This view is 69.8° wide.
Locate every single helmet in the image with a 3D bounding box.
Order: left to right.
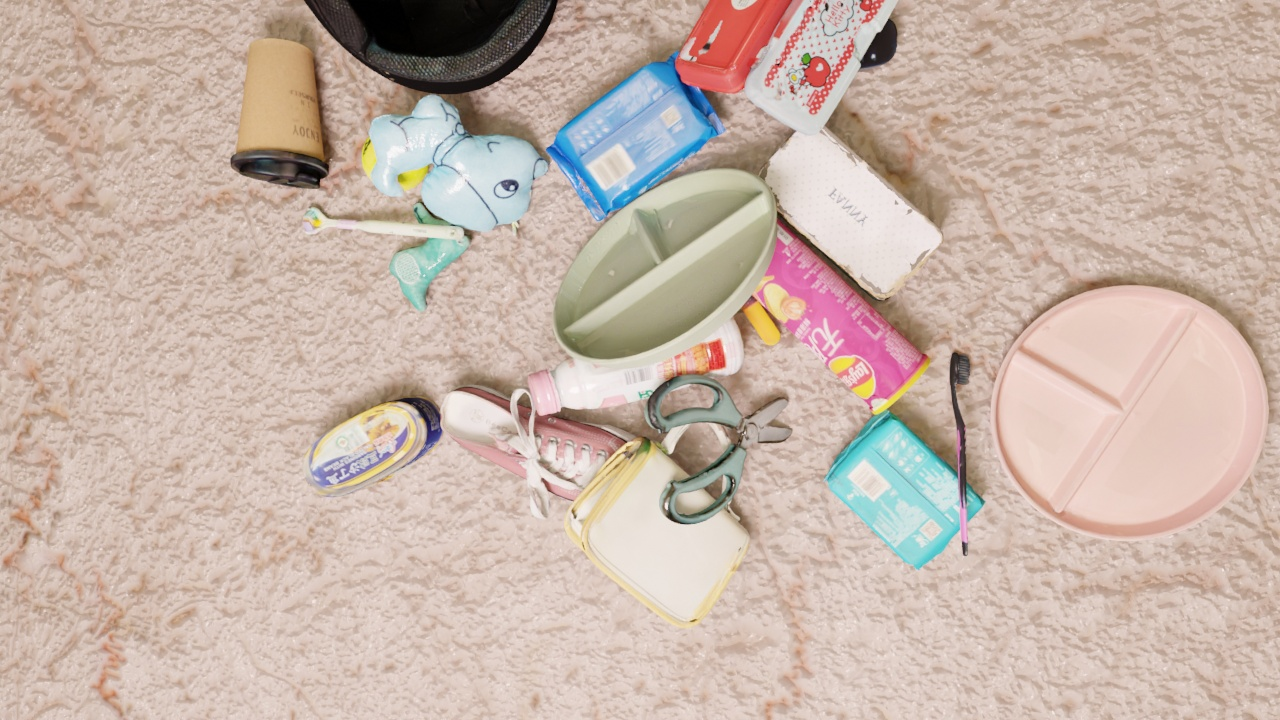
[{"bbox_3d":[-0.188,-0.369,0.806,0.233,0.230,0.274,-22,91,-3],"label":"helmet"}]

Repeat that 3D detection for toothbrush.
[{"bbox_3d":[-0.262,-0.135,0.929,0.190,0.020,0.029,8,90,20],"label":"toothbrush"},{"bbox_3d":[0.291,0.082,0.827,0.018,0.014,0.189,4,70,-1],"label":"toothbrush"}]

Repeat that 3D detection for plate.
[{"bbox_3d":[0.021,-0.082,0.817,0.230,0.230,0.027,-34,128,11],"label":"plate"},{"bbox_3d":[0.434,0.047,0.826,0.230,0.028,0.229,1,94,10],"label":"plate"}]

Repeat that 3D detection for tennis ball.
[{"bbox_3d":[-0.243,-0.201,0.912,0.065,0.065,0.065,1,94,10],"label":"tennis ball"}]

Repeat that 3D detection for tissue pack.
[{"bbox_3d":[-0.004,-0.213,0.874,0.157,0.052,0.095,-34,89,11],"label":"tissue pack"},{"bbox_3d":[0.245,0.121,0.855,0.133,0.050,0.093,45,98,4],"label":"tissue pack"}]

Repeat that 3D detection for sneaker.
[{"bbox_3d":[-0.092,0.090,0.895,0.241,0.087,0.118,22,98,5],"label":"sneaker"}]

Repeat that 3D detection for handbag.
[{"bbox_3d":[0.033,0.140,0.870,0.163,0.063,0.178,44,76,-24],"label":"handbag"}]

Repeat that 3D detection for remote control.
[{"bbox_3d":[0.167,-0.292,0.850,0.136,0.024,0.053,2,91,11],"label":"remote control"}]

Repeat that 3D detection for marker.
[{"bbox_3d":[0.096,-0.068,0.887,0.018,0.015,0.124,-35,85,10],"label":"marker"}]

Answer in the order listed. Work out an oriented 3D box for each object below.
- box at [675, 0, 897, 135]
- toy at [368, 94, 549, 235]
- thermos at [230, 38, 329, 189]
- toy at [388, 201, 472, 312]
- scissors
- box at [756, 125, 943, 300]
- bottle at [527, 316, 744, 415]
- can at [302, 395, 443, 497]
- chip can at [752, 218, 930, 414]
[{"bbox_3d":[0.137,-0.313,0.815,0.160,0.063,0.201,28,84,16],"label":"box"},{"bbox_3d":[-0.172,-0.183,0.888,0.161,0.050,0.156,-26,121,-5],"label":"toy"},{"bbox_3d":[-0.361,-0.243,0.923,0.093,0.093,0.143,-1,87,10],"label":"thermos"},{"bbox_3d":[-0.217,-0.111,0.935,0.092,0.030,0.096,-37,80,6],"label":"toy"},{"bbox_3d":[0.069,0.060,0.845,0.176,0.019,0.172,-36,110,-23],"label":"scissors"},{"bbox_3d":[0.194,-0.132,0.840,0.184,0.063,0.090,45,101,2],"label":"box"},{"bbox_3d":[-0.005,0.005,0.851,0.196,0.068,0.068,-17,91,-11],"label":"bottle"},{"bbox_3d":[-0.277,0.089,0.950,0.148,0.049,0.074,-28,90,11],"label":"can"},{"bbox_3d":[0.165,-0.048,0.847,0.210,0.071,0.071,44,100,5],"label":"chip can"}]
